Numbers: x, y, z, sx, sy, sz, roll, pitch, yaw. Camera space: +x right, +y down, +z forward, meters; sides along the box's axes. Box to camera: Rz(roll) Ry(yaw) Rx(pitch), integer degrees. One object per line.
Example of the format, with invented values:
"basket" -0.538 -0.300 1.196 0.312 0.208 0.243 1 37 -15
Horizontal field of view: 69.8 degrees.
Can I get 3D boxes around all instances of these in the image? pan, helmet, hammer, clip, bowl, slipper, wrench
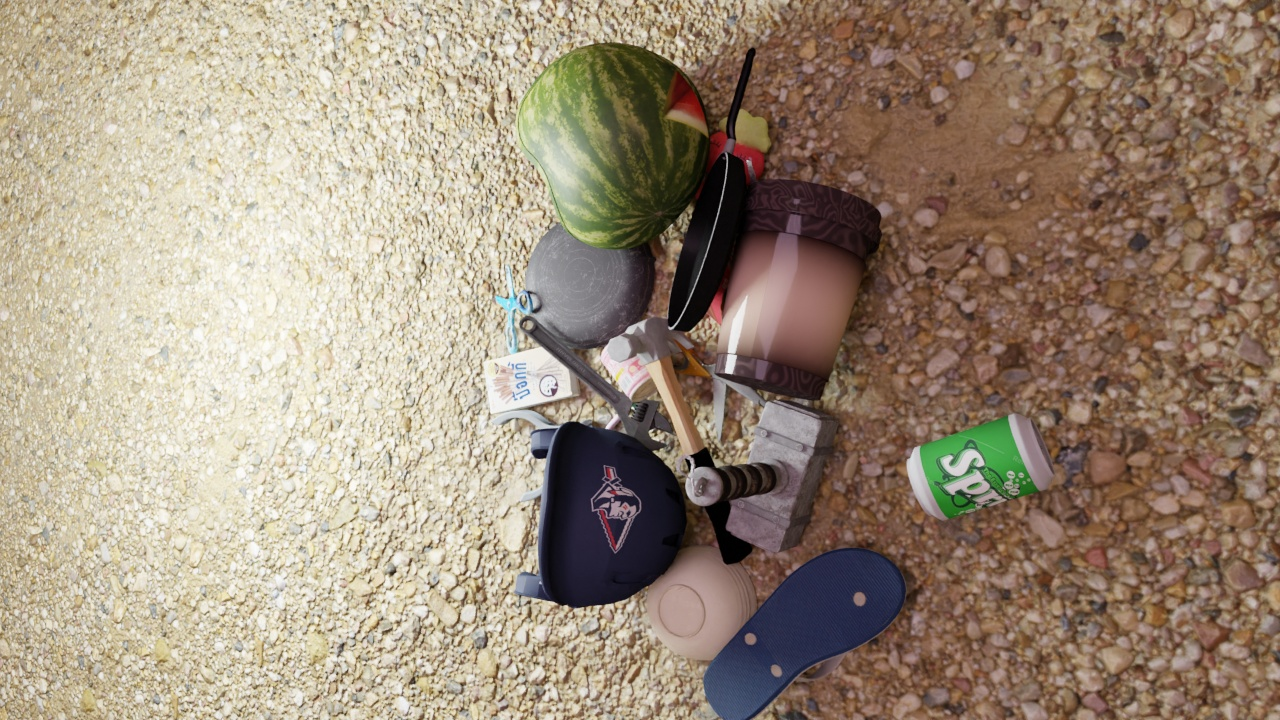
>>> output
"pan" -0.093 -0.192 1.321 0.208 0.040 0.356 -16 78 20
"pan" 0.098 -0.206 1.125 0.034 0.225 0.356 16 92 -7
"helmet" -0.058 0.194 1.156 0.223 0.272 0.232 -1 74 22
"hammer" 0.119 0.135 1.027 0.079 0.325 0.177 21 97 28
"clip" -0.158 0.125 1.346 0.166 0.032 0.165 26 101 20
"helmet" -0.023 -0.277 1.189 0.244 0.212 0.247 -36 63 37
"bowl" 0.067 0.319 1.188 0.151 0.075 0.150 -2 86 29
"hammer" 0.064 0.102 1.175 0.039 0.130 0.328 -21 92 37
"slipper" 0.197 0.334 1.125 0.295 0.060 0.118 -44 65 14
"wrench" -0.066 0.028 1.273 0.273 0.018 0.073 40 79 11

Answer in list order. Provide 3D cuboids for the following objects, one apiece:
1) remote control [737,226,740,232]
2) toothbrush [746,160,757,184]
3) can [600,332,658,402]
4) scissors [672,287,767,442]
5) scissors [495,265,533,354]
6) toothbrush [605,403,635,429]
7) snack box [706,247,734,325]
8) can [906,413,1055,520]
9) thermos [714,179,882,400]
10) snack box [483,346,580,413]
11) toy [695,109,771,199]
"remote control" 0.120 -0.182 1.227 0.140 0.009 0.030 -30 73 24
"toothbrush" 0.139 -0.215 1.112 0.010 0.181 0.010 -1 82 11
"can" -0.007 0.007 1.238 0.067 0.067 0.076 -44 69 19
"scissors" 0.100 -0.010 1.206 0.225 0.016 0.230 33 116 29
"scissors" -0.186 -0.075 1.358 0.140 0.011 0.134 2 97 61
"toothbrush" -0.057 0.110 1.304 0.022 0.015 0.155 38 107 -8
"snack box" 0.131 -0.083 1.208 0.133 0.021 0.089 45 108 23
"can" 0.377 0.119 1.022 0.140 0.087 0.087 -24 76 26
"thermos" 0.176 -0.078 1.084 0.173 0.172 0.226 12 85 29
"snack box" -0.163 0.027 1.361 0.150 0.026 0.082 -13 81 28
"toy" 0.120 -0.264 1.212 0.091 0.045 0.135 38 111 27
